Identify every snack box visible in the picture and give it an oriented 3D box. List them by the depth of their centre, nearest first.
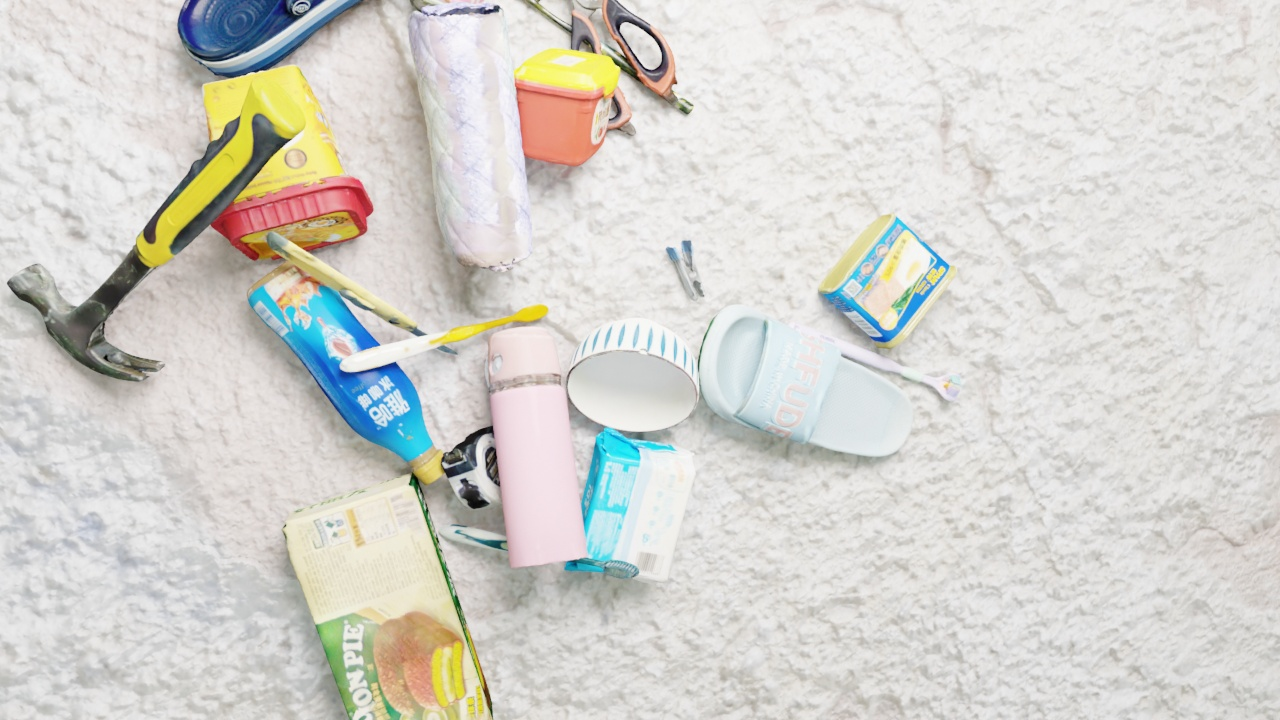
[{"bbox_3d":[-0.065,-0.212,0.770,0.082,0.091,0.080,13,121,9],"label":"snack box"},{"bbox_3d":[-0.217,0.229,0.806,0.114,0.063,0.240,-18,99,-9],"label":"snack box"}]

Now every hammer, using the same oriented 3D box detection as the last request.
[{"bbox_3d":[-0.348,-0.089,0.675,0.324,0.031,0.126,-32,103,29],"label":"hammer"}]

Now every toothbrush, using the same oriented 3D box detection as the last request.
[{"bbox_3d":[-0.163,-0.020,0.783,0.191,0.018,0.016,-19,92,-30],"label":"toothbrush"},{"bbox_3d":[-0.093,0.168,0.807,0.192,0.018,0.016,8,95,16],"label":"toothbrush"},{"bbox_3d":[-0.028,-0.278,0.816,0.186,0.012,0.017,32,102,-13],"label":"toothbrush"},{"bbox_3d":[0.227,-0.002,0.893,0.189,0.021,0.029,19,77,-11],"label":"toothbrush"}]

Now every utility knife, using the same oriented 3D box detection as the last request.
[{"bbox_3d":[-0.225,-0.051,0.756,0.198,0.031,0.021,32,67,-45],"label":"utility knife"}]

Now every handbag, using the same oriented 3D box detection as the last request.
[{"bbox_3d":[-0.134,-0.179,0.726,0.075,0.134,0.194,-12,115,-12],"label":"handbag"}]

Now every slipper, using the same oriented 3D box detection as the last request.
[{"bbox_3d":[-0.262,-0.326,0.711,0.253,0.095,0.105,-38,75,2],"label":"slipper"},{"bbox_3d":[0.160,0.031,0.846,0.245,0.074,0.104,21,91,-22],"label":"slipper"}]

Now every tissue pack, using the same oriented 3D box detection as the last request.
[{"bbox_3d":[-0.010,0.135,0.836,0.090,0.063,0.140,12,100,-13],"label":"tissue pack"}]

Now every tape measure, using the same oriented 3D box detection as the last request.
[{"bbox_3d":[-0.139,0.098,0.805,0.034,0.065,0.066,-20,99,24],"label":"tape measure"}]

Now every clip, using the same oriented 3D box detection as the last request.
[{"bbox_3d":[0.045,-0.082,0.846,0.041,0.026,0.058,-24,100,-16],"label":"clip"}]

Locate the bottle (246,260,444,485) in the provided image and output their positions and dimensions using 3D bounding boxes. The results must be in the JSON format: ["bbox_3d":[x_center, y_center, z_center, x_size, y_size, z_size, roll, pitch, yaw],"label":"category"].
[{"bbox_3d":[-0.238,0.013,0.778,0.065,0.065,0.218,-38,102,-6],"label":"bottle"}]

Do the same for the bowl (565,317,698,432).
[{"bbox_3d":[-0.005,0.005,0.813,0.116,0.117,0.066,18,50,-13],"label":"bowl"}]

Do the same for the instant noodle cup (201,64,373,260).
[{"bbox_3d":[-0.286,-0.157,0.733,0.116,0.116,0.123,-16,87,-9],"label":"instant noodle cup"}]

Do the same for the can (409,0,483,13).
[{"bbox_3d":[-0.141,-0.355,0.762,0.058,0.058,0.147,20,92,-13],"label":"can"}]

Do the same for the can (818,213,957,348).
[{"bbox_3d":[0.233,-0.076,0.869,0.083,0.057,0.102,40,87,-10],"label":"can"}]

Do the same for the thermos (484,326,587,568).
[{"bbox_3d":[-0.097,0.074,0.783,0.067,0.087,0.198,-1,76,-43],"label":"thermos"}]

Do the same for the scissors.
[{"bbox_3d":[-0.030,-0.311,0.790,0.197,0.015,0.206,17,106,-8],"label":"scissors"}]
